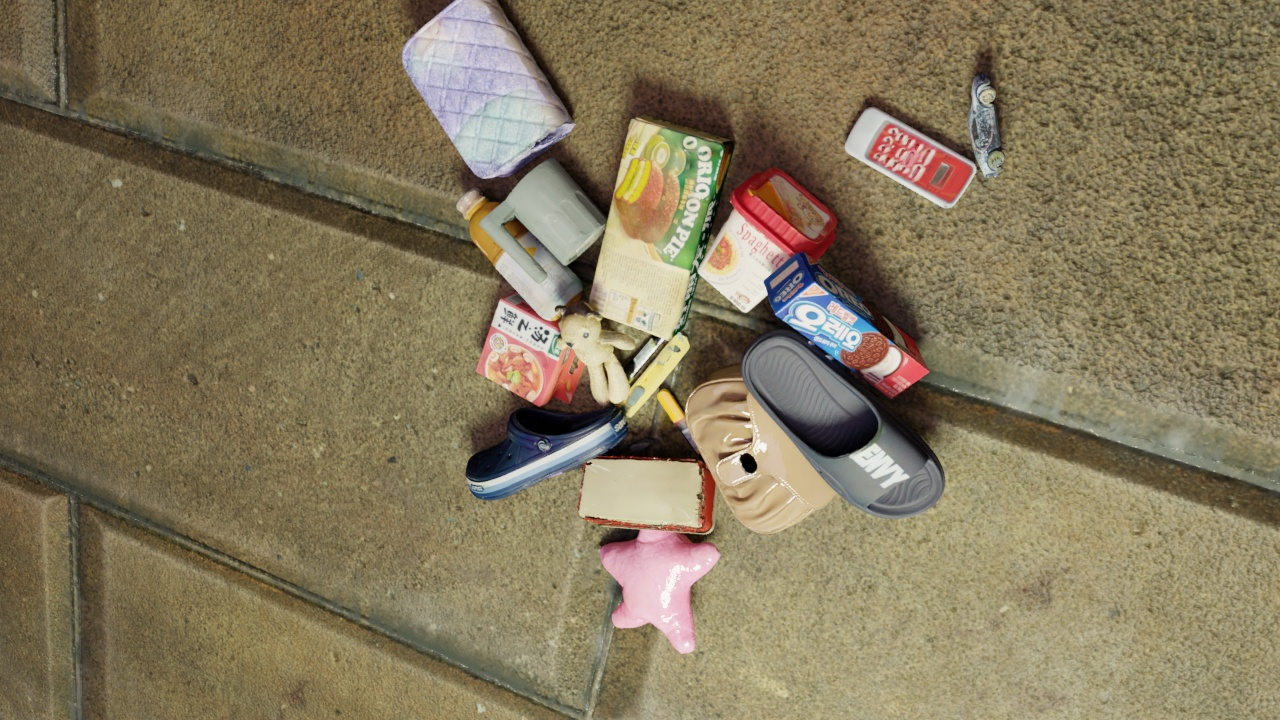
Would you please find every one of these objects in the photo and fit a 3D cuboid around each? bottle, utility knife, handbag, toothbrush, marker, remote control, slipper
[{"bbox_3d":[-0.153,-0.135,1.144,0.189,0.067,0.068,47,116,1],"label":"bottle"},{"bbox_3d":[0.012,0.022,1.165,0.031,0.018,0.152,38,111,-1],"label":"utility knife"},{"bbox_3d":[0.145,0.103,1.091,0.148,0.099,0.204,-26,96,29],"label":"handbag"},{"bbox_3d":[-0.063,0.134,1.227,0.189,0.016,0.014,-20,99,26],"label":"toothbrush"},{"bbox_3d":[-0.007,0.007,1.166,0.018,0.015,0.124,45,113,10],"label":"marker"},{"bbox_3d":[0.287,-0.217,0.980,0.136,0.020,0.056,33,116,8],"label":"remote control"},{"bbox_3d":[0.060,0.089,1.167,0.018,0.015,0.124,-31,97,28],"label":"marker"},{"bbox_3d":[0.214,0.078,0.991,0.268,0.083,0.111,44,105,-1],"label":"slipper"},{"bbox_3d":[-0.181,-0.324,1.092,0.134,0.075,0.194,-30,96,22],"label":"handbag"},{"bbox_3d":[-0.137,0.107,1.195,0.253,0.104,0.095,-21,97,26],"label":"slipper"}]

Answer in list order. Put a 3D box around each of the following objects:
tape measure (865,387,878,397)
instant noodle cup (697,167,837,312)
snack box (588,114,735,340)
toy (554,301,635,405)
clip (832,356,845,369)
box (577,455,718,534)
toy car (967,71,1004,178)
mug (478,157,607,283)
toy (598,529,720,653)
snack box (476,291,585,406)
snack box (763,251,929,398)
[{"bbox_3d":[0.245,0.067,1.061,0.033,0.065,0.066,30,114,5],"label":"tape measure"},{"bbox_3d":[0.136,-0.129,1.020,0.116,0.116,0.124,41,127,4],"label":"instant noodle cup"},{"bbox_3d":[0.022,-0.155,1.076,0.114,0.063,0.240,19,112,14],"label":"snack box"},{"bbox_3d":[-0.057,-0.006,1.118,0.105,0.066,0.157,6,139,27],"label":"toy"},{"bbox_3d":[0.229,0.007,1.077,0.038,0.013,0.056,16,111,14],"label":"clip"},{"bbox_3d":[0.006,0.169,1.153,0.169,0.079,0.091,-1,73,25],"label":"box"},{"bbox_3d":[0.350,-0.238,0.934,0.031,0.048,0.105,-7,103,19],"label":"toy car"},{"bbox_3d":[-0.113,-0.164,1.098,0.123,0.084,0.103,-44,91,-15],"label":"mug"},{"bbox_3d":[0.015,0.273,1.210,0.179,0.074,0.195,17,101,30],"label":"toy"},{"bbox_3d":[-0.136,-0.010,1.191,0.127,0.044,0.113,27,114,10],"label":"snack box"},{"bbox_3d":[0.222,-0.034,0.984,0.207,0.057,0.058,32,122,-31],"label":"snack box"}]
